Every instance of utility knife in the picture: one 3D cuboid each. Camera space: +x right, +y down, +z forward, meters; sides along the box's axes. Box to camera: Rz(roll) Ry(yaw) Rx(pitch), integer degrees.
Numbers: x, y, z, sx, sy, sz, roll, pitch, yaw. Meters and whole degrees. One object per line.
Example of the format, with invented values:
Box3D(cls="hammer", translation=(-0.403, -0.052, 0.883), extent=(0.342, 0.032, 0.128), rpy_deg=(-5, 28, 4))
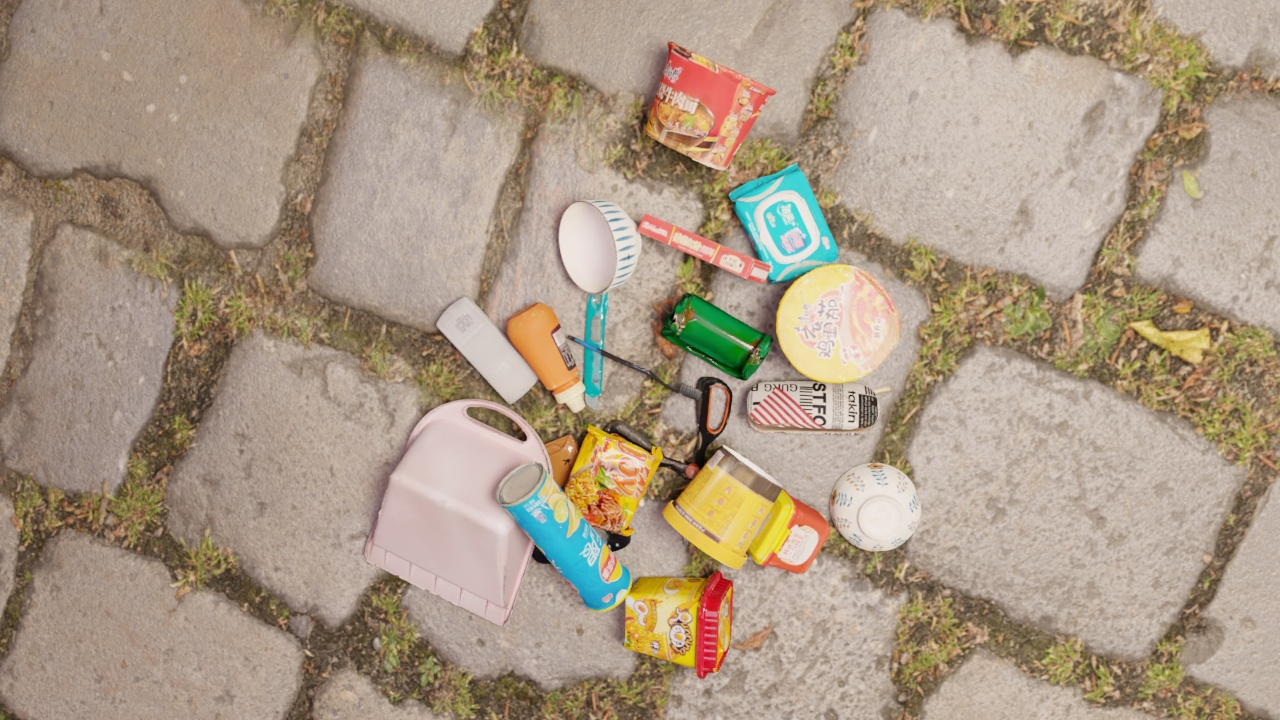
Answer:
Box3D(cls="utility knife", translation=(-0.058, -0.018, 1.189), extent=(0.029, 0.013, 0.166), rpy_deg=(4, 98, 10))

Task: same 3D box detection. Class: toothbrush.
Box3D(cls="toothbrush", translation=(-0.007, 0.007, 1.172), extent=(0.189, 0.014, 0.016), rpy_deg=(26, 94, 6))

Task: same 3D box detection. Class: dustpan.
Box3D(cls="dustpan", translation=(-0.227, 0.193, 1.217), extent=(0.222, 0.138, 0.274), rpy_deg=(26, 133, 5))

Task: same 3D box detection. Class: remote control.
Box3D(cls="remote control", translation=(-0.199, -0.014, 1.200), extent=(0.058, 0.021, 0.150), rpy_deg=(-42, 92, 10))
Box3D(cls="remote control", translation=(-0.080, 0.237, 1.220), extent=(0.136, 0.024, 0.053), rpy_deg=(-12, 100, 5))

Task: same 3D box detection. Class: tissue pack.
Box3D(cls="tissue pack", translation=(0.176, -0.166, 1.126), extent=(0.093, 0.050, 0.133), rpy_deg=(-26, 94, 9))

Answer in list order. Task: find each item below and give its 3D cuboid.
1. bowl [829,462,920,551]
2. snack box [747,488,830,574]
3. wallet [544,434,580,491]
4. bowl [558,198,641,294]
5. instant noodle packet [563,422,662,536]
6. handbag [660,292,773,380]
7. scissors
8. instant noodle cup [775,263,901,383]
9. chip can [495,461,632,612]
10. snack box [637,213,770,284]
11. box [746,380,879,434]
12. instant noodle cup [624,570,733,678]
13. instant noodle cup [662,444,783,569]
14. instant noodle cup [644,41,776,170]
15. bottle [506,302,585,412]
Box3D(cls="bowl", translation=(0.299, 0.191, 1.157), extent=(0.113, 0.062, 0.113), rpy_deg=(1, 99, 7))
Box3D(cls="snack box", translation=(0.186, 0.220, 1.162), extent=(0.080, 0.082, 0.091), rpy_deg=(26, 100, -16))
Box3D(cls="wallet", translation=(-0.129, 0.166, 1.215), extent=(0.132, 0.031, 0.108), rpy_deg=(-22, 97, 7))
Box3D(cls="bowl", translation=(-0.042, -0.144, 1.134), extent=(0.066, 0.117, 0.116), rpy_deg=(-18, 98, -37))
Box3D(cls="instant noodle packet", translation=(-0.040, 0.153, 1.172), extent=(0.111, 0.044, 0.128), rpy_deg=(21, 98, -5))
Box3D(cls="handbag", translation=(0.092, -0.028, 1.120), extent=(0.131, 0.120, 0.068), rpy_deg=(30, 94, 3))
Box3D(cls="scissors", translation=(0.057, 0.127, 1.193), extent=(0.221, 0.021, 0.234), rpy_deg=(13, 98, 4))
Box3D(cls="instant noodle cup", translation=(0.230, -0.047, 1.107), extent=(0.138, 0.109, 0.138), rpy_deg=(1, 97, 6))
Box3D(cls="chip can", translation=(-0.092, 0.221, 1.134), extent=(0.071, 0.071, 0.210), rpy_deg=(-29, 119, 9))
Box3D(cls="snack box", translation=(0.077, -0.134, 1.105), extent=(0.153, 0.075, 0.025), rpy_deg=(26, 100, 22))
Box3D(cls="box", translation=(0.216, 0.062, 1.161), extent=(0.163, 0.082, 0.075), rpy_deg=(-1, 64, 7))
Box3D(cls="instant noodle cup", translation=(0.049, 0.333, 1.183), extent=(0.124, 0.116, 0.116), rpy_deg=(4, 99, 17))
Box3D(cls="instant noodle cup", translation=(0.106, 0.176, 1.135), extent=(0.118, 0.118, 0.114), rpy_deg=(34, 93, 1))
Box3D(cls="instant noodle cup", translation=(0.077, -0.296, 1.084), extent=(0.138, 0.137, 0.109), rpy_deg=(25, 108, 2))
Box3D(cls="bottle", translation=(-0.113, 0.001, 1.176), extent=(0.067, 0.066, 0.149), rpy_deg=(-27, 102, 9))
